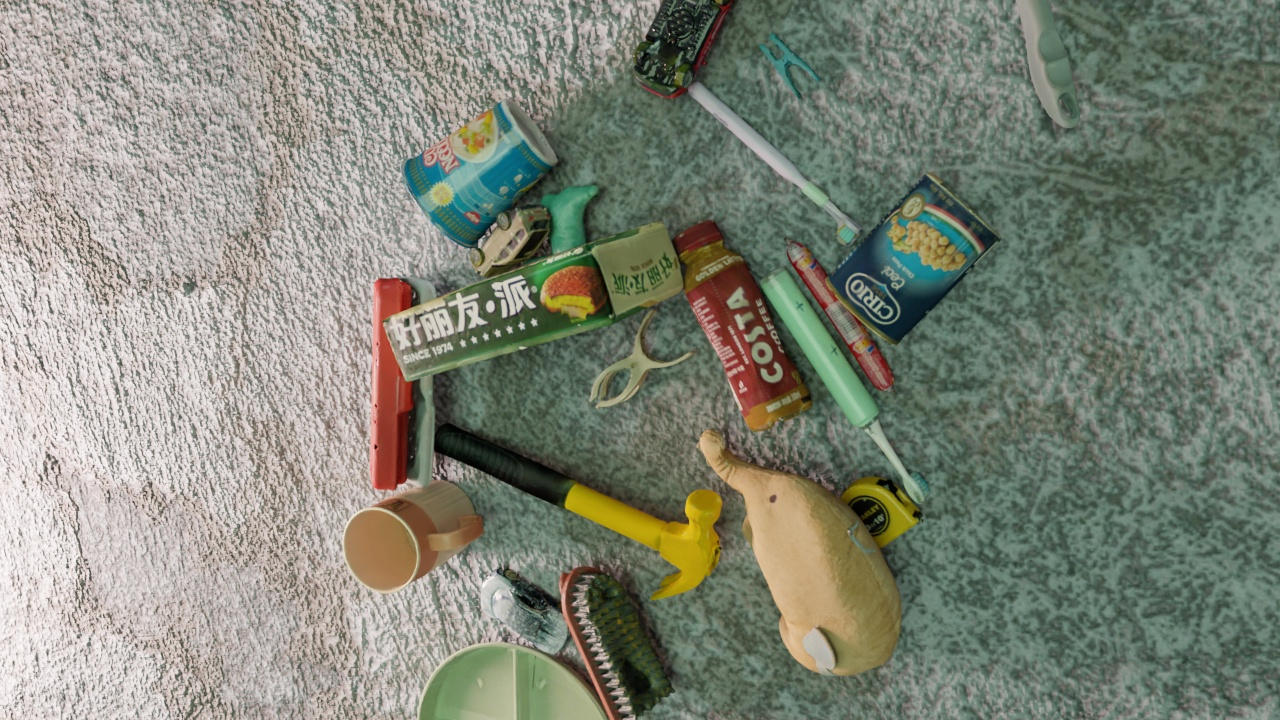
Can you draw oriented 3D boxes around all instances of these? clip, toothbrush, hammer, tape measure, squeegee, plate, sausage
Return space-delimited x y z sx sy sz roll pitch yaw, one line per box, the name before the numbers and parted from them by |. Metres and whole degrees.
clip | -0.001 0.009 0.812 0.098 0.034 0.064 -42 81 13
toothbrush | 0.167 0.020 0.748 0.224 0.027 0.027 57 145 5
hammer | -0.064 0.124 0.839 0.301 0.032 0.129 21 127 23
tape measure | 0.192 0.123 0.752 0.057 0.028 0.060 49 124 9
clip | 0.118 -0.237 0.733 0.041 0.014 0.056 -40 84 22
squeegee | 0.274 -0.285 0.651 0.246 0.039 0.246 -17 98 6
toothbrush | 0.106 -0.163 0.748 0.021 0.029 0.189 -40 78 -19
plate | -0.122 0.388 0.921 0.230 0.027 0.230 4 100 22
sausage | 0.162 -0.037 0.744 0.020 0.020 0.156 -35 85 23

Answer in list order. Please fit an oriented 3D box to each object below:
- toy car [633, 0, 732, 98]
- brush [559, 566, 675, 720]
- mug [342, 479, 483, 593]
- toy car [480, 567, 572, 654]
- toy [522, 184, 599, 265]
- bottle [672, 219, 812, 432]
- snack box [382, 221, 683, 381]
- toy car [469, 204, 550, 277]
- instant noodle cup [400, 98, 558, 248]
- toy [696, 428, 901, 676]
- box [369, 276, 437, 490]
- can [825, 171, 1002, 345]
toy car | 0.040 -0.271 0.741 0.053 0.045 0.121 34 104 16
brush | -0.031 0.258 0.847 0.069 0.063 0.146 -23 92 56
mug | -0.204 0.163 0.875 0.115 0.105 0.081 -8 95 22
toy car | -0.113 0.244 0.893 0.105 0.031 0.049 28 107 16
toy | -0.072 -0.106 0.822 0.097 0.030 0.092 -6 94 32
bottle | 0.080 -0.030 0.757 0.058 0.057 0.175 -26 88 23
snack box | -0.093 -0.048 0.767 0.241 0.114 0.063 -14 99 34
toy car | -0.115 -0.103 0.813 0.091 0.042 0.035 -40 73 39
instant noodle cup | -0.136 -0.170 0.808 0.110 0.099 0.099 -35 85 15
toy | 0.128 0.147 0.742 0.144 0.082 0.226 -27 88 52
box | -0.225 0.020 0.885 0.068 0.090 0.201 0 100 -19
can | 0.205 -0.077 0.691 0.075 0.075 0.111 45 110 10
